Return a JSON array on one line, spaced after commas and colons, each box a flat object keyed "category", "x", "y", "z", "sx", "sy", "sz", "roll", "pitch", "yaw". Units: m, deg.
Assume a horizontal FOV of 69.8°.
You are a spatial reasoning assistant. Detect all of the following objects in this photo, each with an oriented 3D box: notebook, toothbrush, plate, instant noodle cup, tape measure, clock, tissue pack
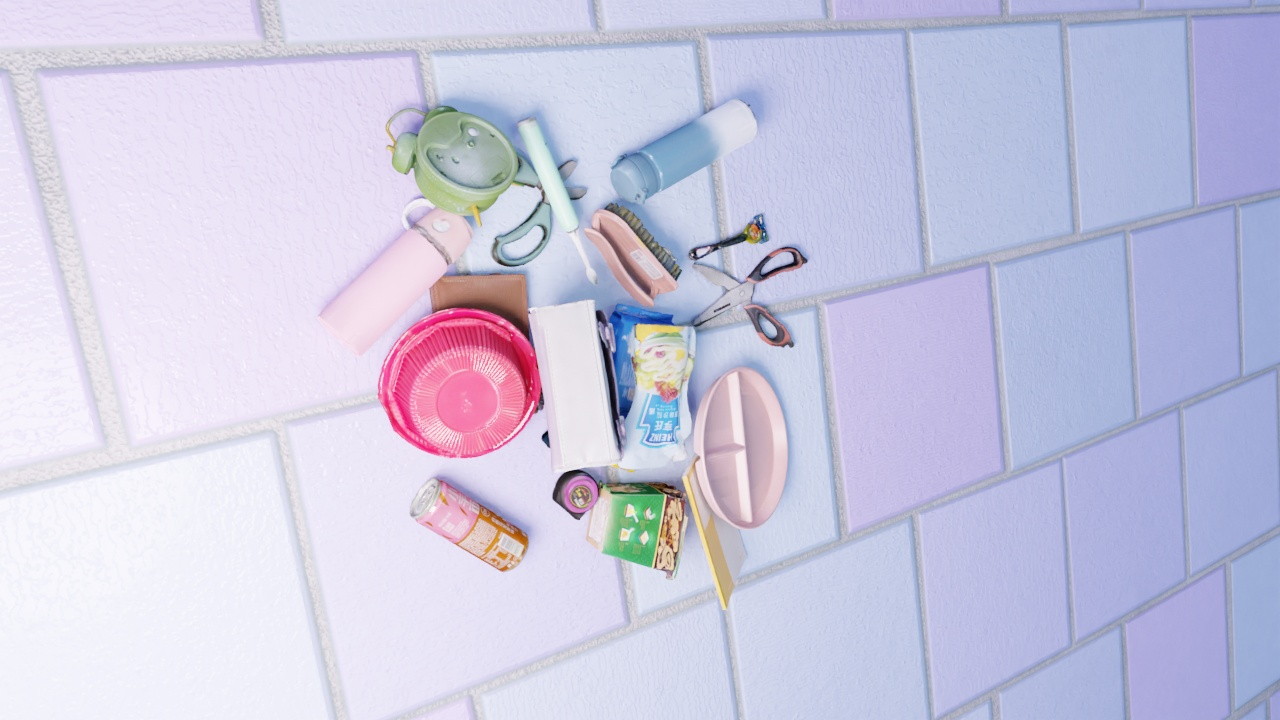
[{"category": "notebook", "x": 0.106, "y": 0.223, "z": 1.290, "sx": 0.145, "sy": 0.010, "sz": 0.206, "roll": -48, "pitch": 124, "yaw": -64}, {"category": "toothbrush", "x": -0.099, "y": -0.197, "z": 1.151, "sx": 0.026, "sy": 0.027, "sz": 0.224, "roll": -22, "pitch": 106, "yaw": 3}, {"category": "plate", "x": 0.143, "y": 0.124, "z": 1.301, "sx": 0.229, "sy": 0.028, "sz": 0.229, "roll": 10, "pitch": 77, "yaw": -50}, {"category": "instant noodle cup", "x": -0.206, "y": 0.039, "z": 1.078, "sx": 0.193, "sy": 0.066, "sz": 0.194, "roll": -6, "pitch": 111, "yaw": -16}, {"category": "tape measure", "x": -0.085, "y": 0.173, "z": 1.208, "sx": 0.057, "sy": 0.039, "sz": 0.057, "roll": 41, "pitch": 81, "yaw": -18}, {"category": "clock", "x": -0.218, "y": -0.234, "z": 1.054, "sx": 0.161, "sy": 0.056, "sz": 0.115, "roll": 39, "pitch": 51, "yaw": -3}, {"category": "tissue pack", "x": -0.007, "y": 0.007, "z": 1.230, "sx": 0.094, "sy": 0.052, "sz": 0.157, "roll": 11, "pitch": 89, "yaw": -29}]

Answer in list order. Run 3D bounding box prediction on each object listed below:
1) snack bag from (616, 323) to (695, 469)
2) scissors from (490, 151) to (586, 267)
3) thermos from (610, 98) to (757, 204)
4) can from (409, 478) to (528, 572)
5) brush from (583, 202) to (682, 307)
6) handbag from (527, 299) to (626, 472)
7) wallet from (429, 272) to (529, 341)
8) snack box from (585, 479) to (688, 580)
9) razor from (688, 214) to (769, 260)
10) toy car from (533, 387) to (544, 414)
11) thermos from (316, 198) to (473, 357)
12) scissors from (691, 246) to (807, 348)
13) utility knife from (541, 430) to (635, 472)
[{"category": "snack bag", "x": 0.024, "y": 0.047, "z": 1.200, "sx": 0.110, "sy": 0.039, "sz": 0.191, "roll": 0, "pitch": 96, "yaw": -41}, {"category": "scissors", "x": -0.153, "y": -0.212, "z": 1.144, "sx": 0.178, "sy": 0.019, "sz": 0.172, "roll": 46, "pitch": 74, "yaw": -25}, {"category": "thermos", "x": 0.058, "y": -0.282, "z": 1.235, "sx": 0.220, "sy": 0.070, "sz": 0.070, "roll": -32, "pitch": 110, "yaw": -24}, {"category": "can", "x": -0.208, "y": 0.204, "z": 1.127, "sx": 0.147, "sy": 0.058, "sz": 0.057, "roll": 39, "pitch": 75, "yaw": -27}, {"category": "brush", "x": -0.014, "y": -0.140, "z": 1.206, "sx": 0.145, "sy": 0.063, "sz": 0.072, "roll": 48, "pitch": 61, "yaw": -24}, {"category": "handbag", "x": -0.073, "y": 0.032, "z": 1.126, "sx": 0.098, "sy": 0.145, "sz": 0.197, "roll": -8, "pitch": 89, "yaw": -3}, {"category": "wallet", "x": -0.196, "y": -0.056, "z": 1.128, "sx": 0.124, "sy": 0.032, "sz": 0.101, "roll": -5, "pitch": 94, "yaw": -30}, {"category": "snack box", "x": -0.010, "y": 0.219, "z": 1.223, "sx": 0.105, "sy": 0.118, "sz": 0.117, "roll": 10, "pitch": 89, "yaw": -18}, {"category": "razor", "x": 0.128, "y": -0.171, "z": 1.311, "sx": 0.142, "sy": 0.022, "sz": 0.043, "roll": -23, "pitch": 104, "yaw": -26}, {"category": "toy car", "x": -0.173, "y": 0.048, "z": 1.148, "sx": 0.106, "sy": 0.031, "sz": 0.049, "roll": -12, "pitch": 105, "yaw": -17}, {"category": "thermos", "x": -0.284, "y": -0.102, "z": 1.055, "sx": 0.087, "sy": 0.067, "sz": 0.198, "roll": 39, "pitch": 73, "yaw": 3}, {"category": "scissors", "x": 0.164, "y": -0.101, "z": 1.341, "sx": 0.222, "sy": 0.015, "sz": 0.188, "roll": 33, "pitch": 78, "yaw": -29}, {"category": "utility knife", "x": -0.067, "y": 0.121, "z": 1.228, "sx": 0.154, "sy": 0.015, "sz": 0.033, "roll": 23, "pitch": 89, "yaw": -31}]
